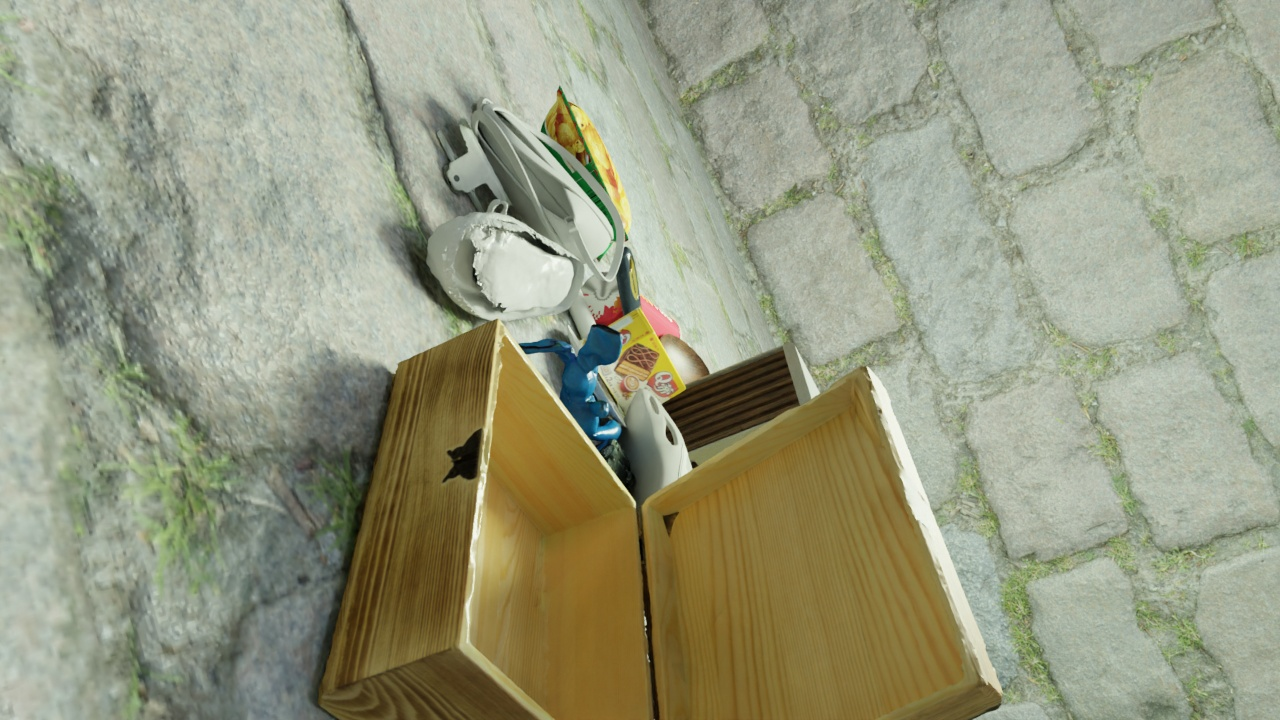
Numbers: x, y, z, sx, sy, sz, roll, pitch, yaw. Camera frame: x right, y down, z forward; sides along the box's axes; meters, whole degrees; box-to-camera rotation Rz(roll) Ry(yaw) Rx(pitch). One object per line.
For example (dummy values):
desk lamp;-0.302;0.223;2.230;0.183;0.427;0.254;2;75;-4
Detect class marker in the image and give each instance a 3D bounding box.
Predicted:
marker;-0.086;-0.091;1.121;0.133;0.027;0.023;67;18;-3

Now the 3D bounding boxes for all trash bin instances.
trash bin;0.121;0.092;1.182;0.114;0.229;0.114;55;19;-40

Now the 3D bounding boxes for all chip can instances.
chip can;-0.010;-0.058;1.261;0.220;0.069;0.069;32;38;-66

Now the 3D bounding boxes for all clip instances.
clip;-0.177;-0.194;0.942;0.102;0.058;0.052;62;-9;-17

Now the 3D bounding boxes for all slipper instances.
slipper;0.026;0.132;1.003;0.080;0.113;0.265;20;26;-16
slipper;-0.129;-0.093;0.879;0.246;0.075;0.112;1;98;-72

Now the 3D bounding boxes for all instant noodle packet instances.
instant noodle packet;-0.077;-0.231;1.198;0.195;0.090;0.253;66;-10;-4

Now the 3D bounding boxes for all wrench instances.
wrench;-0.006;-0.036;1.168;0.274;0.022;0.073;80;26;-48

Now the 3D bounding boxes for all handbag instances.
handbag;-0.103;-0.195;0.971;0.216;0.095;0.222;50;1;19

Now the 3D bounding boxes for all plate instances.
plate;-0.054;0.021;1.047;0.134;0.011;0.134;60;-1;1

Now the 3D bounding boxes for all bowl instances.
bowl;0.057;0.016;1.283;0.114;0.026;0.101;37;34;-29

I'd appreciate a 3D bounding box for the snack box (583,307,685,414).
snack box;-0.007;0.007;1.118;0.106;0.083;0.061;59;0;-38

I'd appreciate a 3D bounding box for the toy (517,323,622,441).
toy;-0.064;0.029;0.938;0.070;0.113;0.177;-53;150;-33

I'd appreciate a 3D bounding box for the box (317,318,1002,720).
box;0.030;0.126;0.615;0.278;0.335;0.286;-97;161;-51

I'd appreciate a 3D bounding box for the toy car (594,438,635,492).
toy car;-0.035;0.133;0.931;0.056;0.044;0.120;59;18;-30
